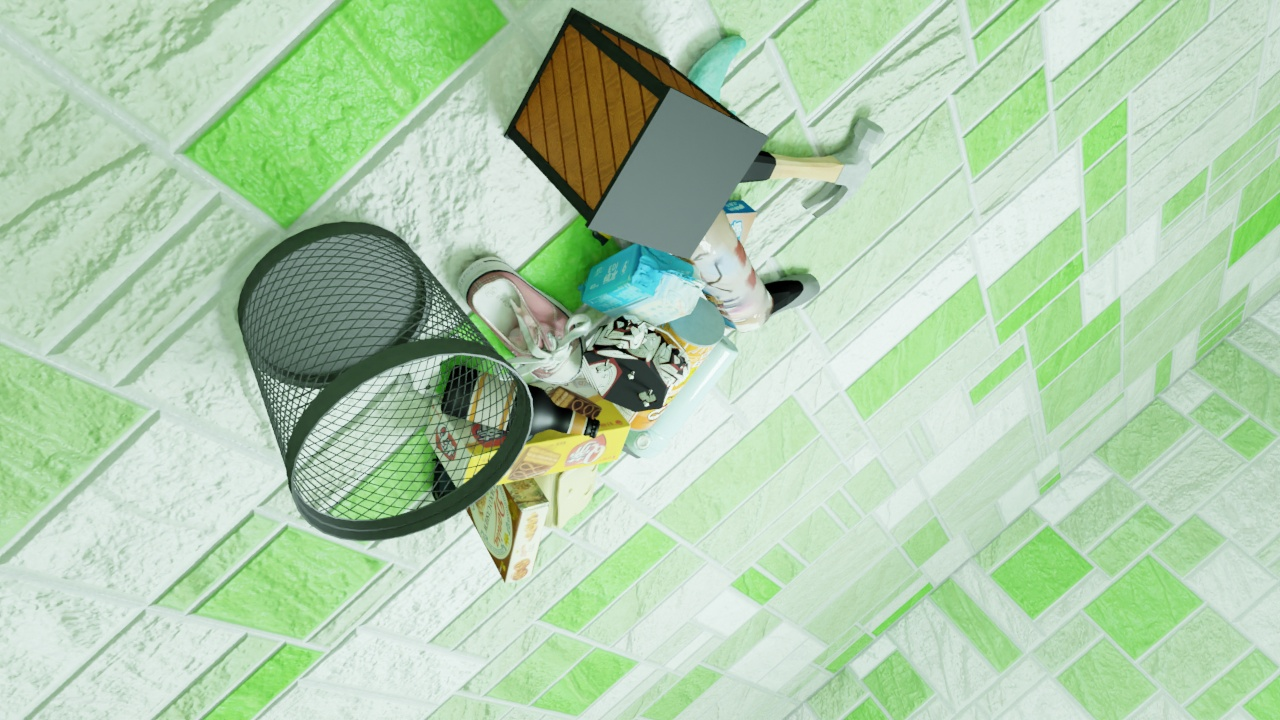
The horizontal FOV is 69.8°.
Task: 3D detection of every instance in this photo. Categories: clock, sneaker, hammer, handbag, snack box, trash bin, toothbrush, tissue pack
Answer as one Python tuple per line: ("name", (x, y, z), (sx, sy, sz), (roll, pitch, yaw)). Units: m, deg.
("clock", (-0.006, 0.006, 1.077), (0.155, 0.114, 0.064), (-42, -165, 54))
("sneaker", (-0.118, -0.027, 1.054), (0.118, 0.088, 0.241), (-41, 145, 1))
("hammer", (0.164, -0.236, 1.118), (0.327, 0.039, 0.131), (-8, 135, -39))
("handbag", (-0.105, 0.153, 1.263), (0.110, 0.081, 0.119), (-30, 142, -37))
("snack box", (-0.137, 0.087, 1.139), (0.229, 0.110, 0.062), (-7, 132, -36))
("trash bin", (-0.250, 0.010, 0.861), (0.217, 0.227, 0.218), (-24, 141, -21))
("toothbrush", (-0.024, 0.128, 1.334), (0.013, 0.013, 0.167), (-26, 159, 9))
("tissue pack", (0.002, -0.086, 1.058), (0.092, 0.145, 0.061), (26, 67, -27))
("trash bin", (-0.008, -0.215, 0.883), (0.139, 0.172, 0.140), (10, 121, -46))
("snack box", (-0.176, 0.184, 1.176), (0.041, 0.147, 0.143), (-13, 136, -32))
("snack box", (0.066, -0.150, 1.133), (0.151, 0.034, 0.087), (-10, 135, -35))

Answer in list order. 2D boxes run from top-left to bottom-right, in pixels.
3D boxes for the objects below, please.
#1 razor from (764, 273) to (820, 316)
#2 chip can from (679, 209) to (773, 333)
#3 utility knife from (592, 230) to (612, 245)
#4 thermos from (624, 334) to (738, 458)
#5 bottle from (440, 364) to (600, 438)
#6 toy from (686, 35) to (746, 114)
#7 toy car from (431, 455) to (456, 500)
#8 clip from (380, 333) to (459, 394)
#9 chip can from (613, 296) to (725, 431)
("razor", (0.194, -0.091, 1.294), (0.155, 0.057, 0.060), (-16, 167, -41))
("chip can", (0.094, -0.115, 1.098), (0.080, 0.080, 0.229), (-41, 144, 1))
("utility knife", (0.005, -0.205, 1.037), (0.179, 0.017, 0.030), (-49, 148, 12))
("thermos", (0.053, 0.049, 1.303), (0.207, 0.065, 0.077), (-53, -178, 17))
("bottle", (-0.137, 0.057, 1.069), (0.181, 0.059, 0.059), (16, 124, -7))
("toy", (0.078, -0.295, 0.997), (0.084, 0.033, 0.105), (-30, 143, -31))
("toy car", (-0.241, 0.141, 1.168), (0.046, 0.034, 0.112), (-13, 139, -30))
("clip", (-0.250, 0.004, 1.041), (0.101, 0.050, 0.059), (-19, 146, -24))
("chip can", (0.029, 0.008, 1.177), (0.075, 0.075, 0.216), (-14, 155, -31))
